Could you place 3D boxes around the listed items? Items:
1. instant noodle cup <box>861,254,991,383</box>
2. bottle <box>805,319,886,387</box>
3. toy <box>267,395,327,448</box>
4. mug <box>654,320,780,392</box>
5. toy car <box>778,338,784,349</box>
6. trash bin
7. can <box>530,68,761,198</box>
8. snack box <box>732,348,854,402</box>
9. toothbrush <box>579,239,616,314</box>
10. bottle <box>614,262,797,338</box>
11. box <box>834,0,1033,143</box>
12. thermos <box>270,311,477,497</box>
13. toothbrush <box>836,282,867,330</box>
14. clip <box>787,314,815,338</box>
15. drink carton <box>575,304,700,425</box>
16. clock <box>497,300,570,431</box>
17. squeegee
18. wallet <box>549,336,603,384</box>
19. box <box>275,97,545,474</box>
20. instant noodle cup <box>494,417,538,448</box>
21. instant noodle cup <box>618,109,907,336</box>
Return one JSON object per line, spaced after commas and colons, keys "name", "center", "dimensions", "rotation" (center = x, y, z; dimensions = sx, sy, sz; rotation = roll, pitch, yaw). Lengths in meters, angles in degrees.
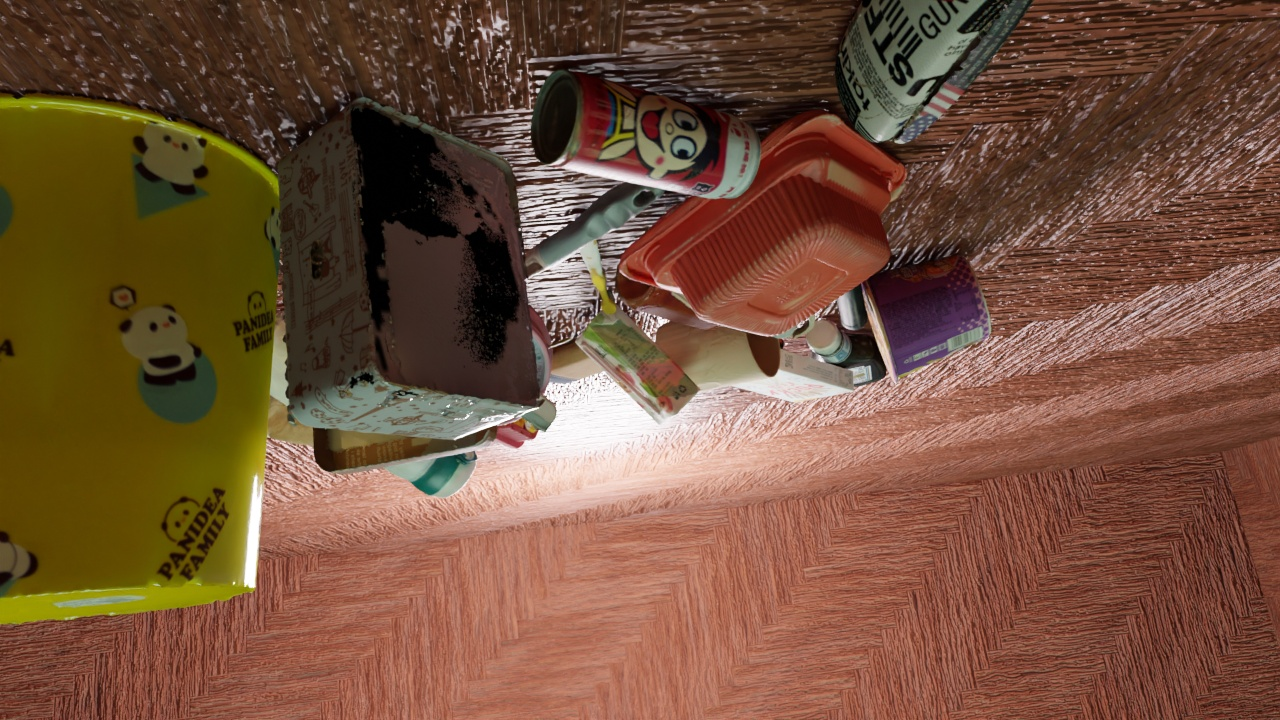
{"name": "instant noodle cup", "center": [0.271, -0.046, 0.873], "dimensions": [0.099, 0.111, 0.111], "rotation": [-20, 162, 10]}
{"name": "bottle", "center": [0.239, -0.008, 1.091], "dimensions": [0.080, 0.044, 0.194], "rotation": [-14, 162, 23]}
{"name": "toy", "center": [-0.310, 0.056, 0.933], "dimensions": [0.226, 0.082, 0.143], "rotation": [14, -178, -10]}
{"name": "mug", "center": [0.086, -0.018, 0.947], "dimensions": [0.104, 0.084, 0.124], "rotation": [-15, -171, 29]}
{"name": "toy car", "center": [0.136, -0.013, 1.043], "dimensions": [0.049, 0.031, 0.106], "rotation": [-3, 167, 3]}
{"name": "trash bin", "center": [-0.325, 0.016, 0.541], "dimensions": [0.229, 0.255, 0.230], "rotation": [-7, 164, -2]}
{"name": "can", "center": [0.006, -0.130, 0.541], "dimensions": [0.132, 0.053, 0.053], "rotation": [4, 161, -34]}
{"name": "snack box", "center": [0.167, 0.018, 1.051], "dimensions": [0.085, 0.026, 0.156], "rotation": [-15, 159, 43]}
{"name": "toothbrush", "center": [-0.037, -0.078, 0.780], "dimensions": [0.016, 0.018, 0.191], "rotation": [-6, 162, 4]}
{"name": "bottle", "center": [0.067, -0.054, 0.810], "dimensions": [0.060, 0.059, 0.205], "rotation": [-21, 156, 41]}
{"name": "box", "center": [0.160, -0.167, 0.459], "dimensions": [0.080, 0.074, 0.164], "rotation": [-13, 164, -16]}
{"name": "thermos", "center": [-0.249, 0.047, 0.833], "dimensions": [0.224, 0.073, 0.073], "rotation": [39, 141, -25]}
{"name": "toothbrush", "center": [0.178, -0.080, 0.806], "dimensions": [0.027, 0.026, 0.212], "rotation": [-18, 153, 11]}
{"name": "clip", "center": [0.158, -0.055, 0.910], "dimensions": [0.061, 0.034, 0.097], "rotation": [-3, 159, -9]}
{"name": "drink carton", "center": [-0.005, 0.005, 0.894], "dimensions": [0.045, 0.122, 0.054], "rotation": [-47, -177, -25]}
{"name": "clock", "center": [-0.150, -0.004, 0.799], "dimensions": [0.158, 0.117, 0.060], "rotation": [17, -167, -18]}
{"name": "squeegee", "center": [-0.076, -0.073, 0.697], "dimensions": [0.250, 0.040, 0.247], "rotation": [-31, 124, 30]}
{"name": "wallet", "center": [-0.057, -0.005, 0.995], "dimensions": [0.115, 0.033, 0.090], "rotation": [-17, 164, 29]}
{"name": "box", "center": [-0.174, -0.031, 0.588], "dimensions": [0.193, 0.183, 0.156], "rotation": [-21, 159, 32]}
{"name": "instant noodle cup", "center": [-0.171, 0.025, 0.923], "dimensions": [0.124, 0.116, 0.116], "rotation": [1, 166, 15]}
{"name": "instant noodle cup", "center": [0.100, -0.083, 0.657], "dimensions": [0.189, 0.079, 0.164], "rotation": [-37, 153, 31]}
